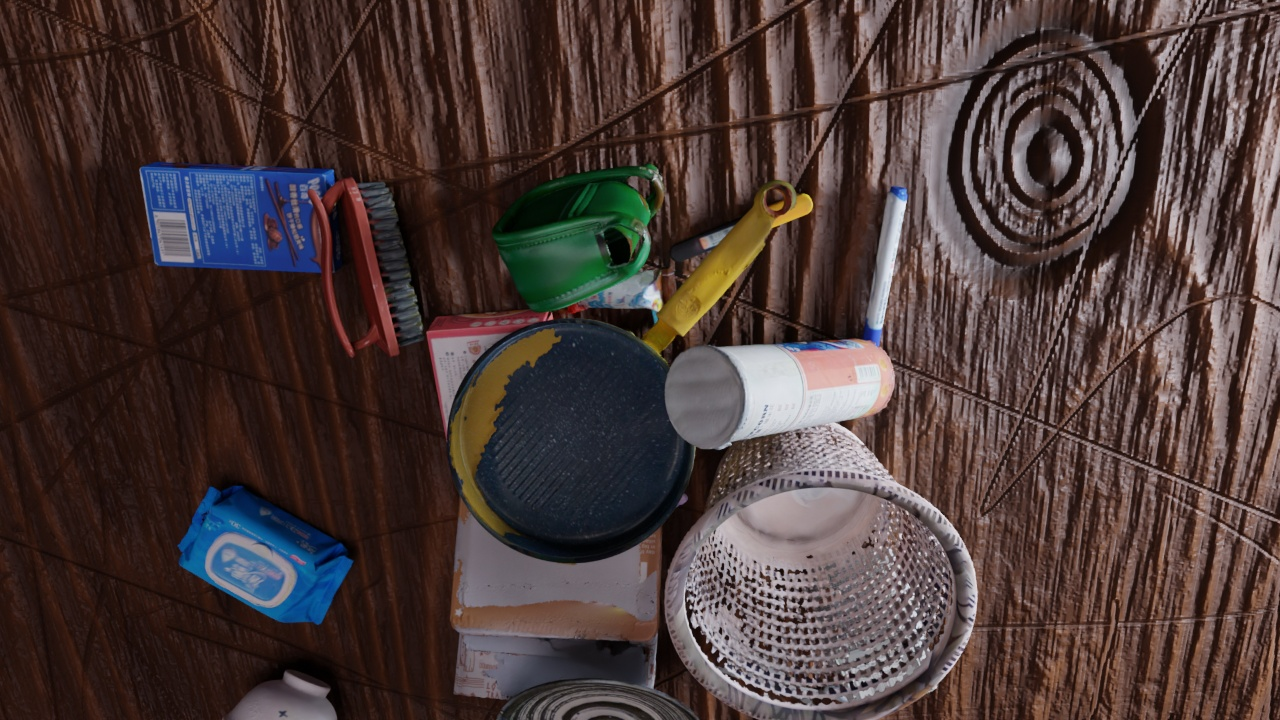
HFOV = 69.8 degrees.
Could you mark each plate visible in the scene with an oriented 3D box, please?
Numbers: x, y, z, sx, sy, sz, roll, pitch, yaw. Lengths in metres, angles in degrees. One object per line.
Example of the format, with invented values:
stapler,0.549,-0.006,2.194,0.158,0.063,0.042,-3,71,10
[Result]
plate,-0.032,0.311,0.772,0.179,0.024,0.180,2,129,2

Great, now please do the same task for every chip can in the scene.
chip can,0.115,0.020,0.702,0.071,0.214,0.071,3,95,43

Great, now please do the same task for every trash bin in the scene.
trash bin,0.137,0.149,0.756,0.227,0.191,0.228,1,112,4

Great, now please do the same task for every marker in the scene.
marker,0.082,-0.109,0.755,0.124,0.015,0.018,-20,107,14
marker,0.201,-0.071,0.760,0.017,0.016,0.146,5,112,2

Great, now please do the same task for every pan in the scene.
pan,-0.004,0.004,0.720,0.197,0.078,0.357,39,94,-4

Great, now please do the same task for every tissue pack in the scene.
tissue pack,-0.362,0.191,0.885,0.157,0.052,0.095,32,111,-9

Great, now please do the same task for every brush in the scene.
brush,-0.228,-0.077,0.755,0.069,0.063,0.146,-17,112,-24

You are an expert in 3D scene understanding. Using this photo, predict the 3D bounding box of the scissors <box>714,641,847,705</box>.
scissors,0.164,0.338,0.929,0.159,0.014,0.170,-15,109,10

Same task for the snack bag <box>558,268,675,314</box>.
snack bag,-0.021,-0.058,0.768,0.104,0.026,0.048,5,124,18

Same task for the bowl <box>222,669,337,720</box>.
bowl,-0.355,0.356,0.937,0.118,0.118,0.064,25,72,-6

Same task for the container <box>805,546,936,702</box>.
container,0.209,0.245,0.833,0.090,0.114,0.090,-24,108,12

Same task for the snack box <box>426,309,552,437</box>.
snack box,-0.112,0.016,0.801,0.127,0.044,0.113,-3,111,5

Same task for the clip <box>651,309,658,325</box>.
clip,0.017,-0.050,0.782,0.049,0.015,0.057,-15,111,12

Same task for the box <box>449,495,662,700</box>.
box,-0.071,0.203,0.837,0.183,0.157,0.192,4,81,2

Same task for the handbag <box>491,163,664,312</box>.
handbag,-0.043,-0.101,0.702,0.120,0.131,0.068,-18,114,18

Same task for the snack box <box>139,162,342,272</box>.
snack box,-0.333,-0.120,0.772,0.157,0.026,0.085,3,112,3

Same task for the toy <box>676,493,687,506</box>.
toy,-0.022,0.114,0.838,0.108,0.038,0.084,37,123,-12
